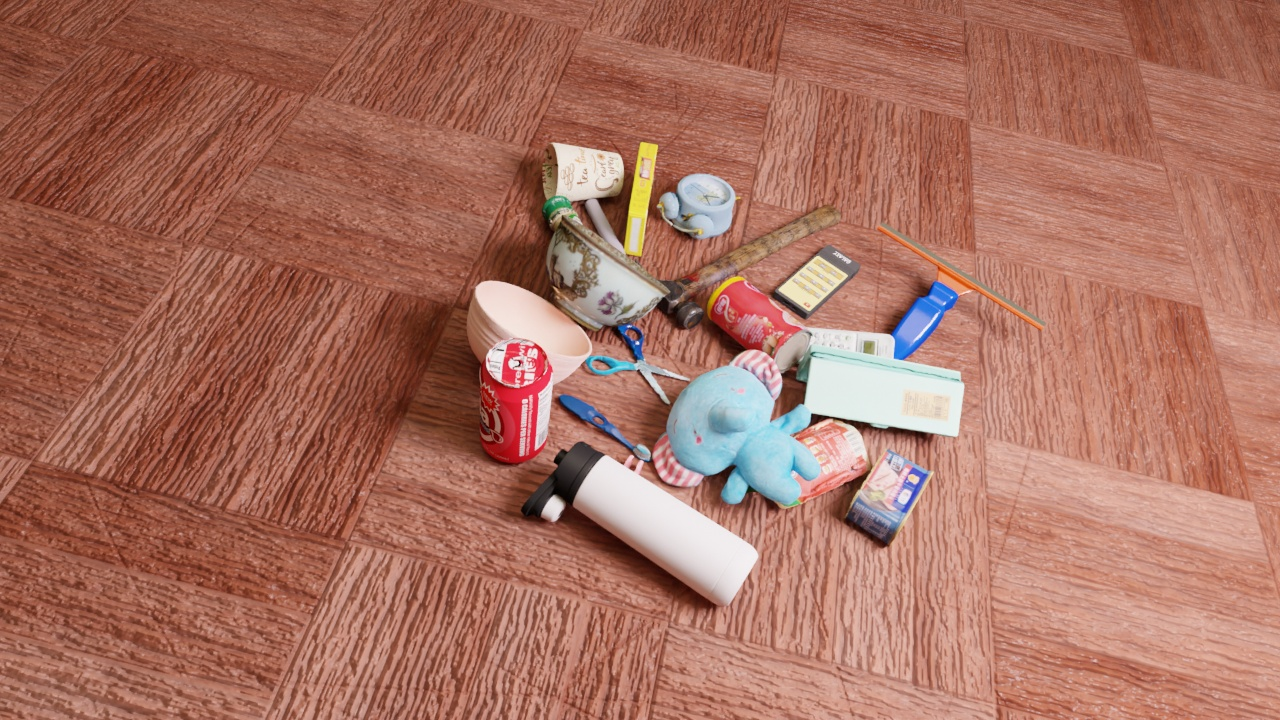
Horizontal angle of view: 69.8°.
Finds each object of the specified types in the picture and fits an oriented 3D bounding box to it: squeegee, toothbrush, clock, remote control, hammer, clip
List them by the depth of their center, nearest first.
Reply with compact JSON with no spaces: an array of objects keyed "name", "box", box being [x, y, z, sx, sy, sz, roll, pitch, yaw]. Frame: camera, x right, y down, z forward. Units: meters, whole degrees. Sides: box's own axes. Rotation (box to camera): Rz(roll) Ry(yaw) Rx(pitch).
[{"name":"clip","box":[-0.013,0.132,1.000,0.060,0.023,0.043,-35,69,-29]},{"name":"toothbrush","box":[-0.041,0.074,1.044,0.132,0.016,0.021,34,55,16]},{"name":"remote control","box":[0.246,-0.013,1.142,0.133,0.022,0.050,6,61,12]},{"name":"squeegee","box":[0.364,-0.053,1.187,0.249,0.055,0.184,37,63,19]},{"name":"toothbrush","box":[-0.033,-0.147,1.223,0.019,0.018,0.187,-14,55,-18]},{"name":"remote control","box":[0.240,-0.108,1.239,0.058,0.013,0.133,37,55,19]},{"name":"hammer","box":[0.146,-0.151,1.248,0.329,0.033,0.120,-28,60,-29]},{"name":"clock","box":[0.079,-0.211,1.270,0.089,0.052,0.124,37,52,20]}]

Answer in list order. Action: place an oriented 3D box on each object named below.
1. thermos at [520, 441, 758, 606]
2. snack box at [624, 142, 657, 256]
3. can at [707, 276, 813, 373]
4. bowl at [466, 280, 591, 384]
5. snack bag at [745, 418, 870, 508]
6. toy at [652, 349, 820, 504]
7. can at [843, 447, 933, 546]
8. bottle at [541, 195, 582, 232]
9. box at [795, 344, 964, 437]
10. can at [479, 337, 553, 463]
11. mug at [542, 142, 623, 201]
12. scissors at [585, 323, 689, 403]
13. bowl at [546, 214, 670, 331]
[{"name":"thermos","box":[-0.002,0.176,0.940,0.230,0.068,0.101,32,85,12]},{"name":"snack box","box":[0.000,-0.221,1.251,0.025,0.075,0.152,8,51,-1]},{"name":"can","box":[0.145,-0.044,1.129,0.066,0.067,0.124,-27,53,-28]},{"name":"bowl","box":[-0.138,-0.019,1.049,0.153,0.076,0.152,29,19,-12]},{"name":"snack bag","box":[0.179,0.118,1.036,0.155,0.044,0.087,-19,52,-18]},{"name":"toy","box":[0.108,0.080,0.996,0.183,0.115,0.180,-46,57,-8]},{"name":"can","box":[0.274,0.149,1.014,0.059,0.054,0.099,31,53,18]},{"name":"bottle","box":[-0.094,-0.169,1.216,0.042,0.043,0.110,-16,57,-21]},{"name":"box","box":[0.282,0.047,1.087,0.188,0.077,0.091,11,59,-3]},{"name":"can","box":[-0.132,0.045,0.970,0.074,0.143,0.074,5,51,-6]},{"name":"mug","box":[-0.085,-0.267,1.288,0.097,0.081,0.122,-3,25,-21]},{"name":"scissors","box":[0.002,-0.002,1.115,0.130,0.014,0.116,16,50,2]},{"name":"bowl","box":[-0.055,-0.093,1.113,0.160,0.159,0.094,39,97,20]}]
